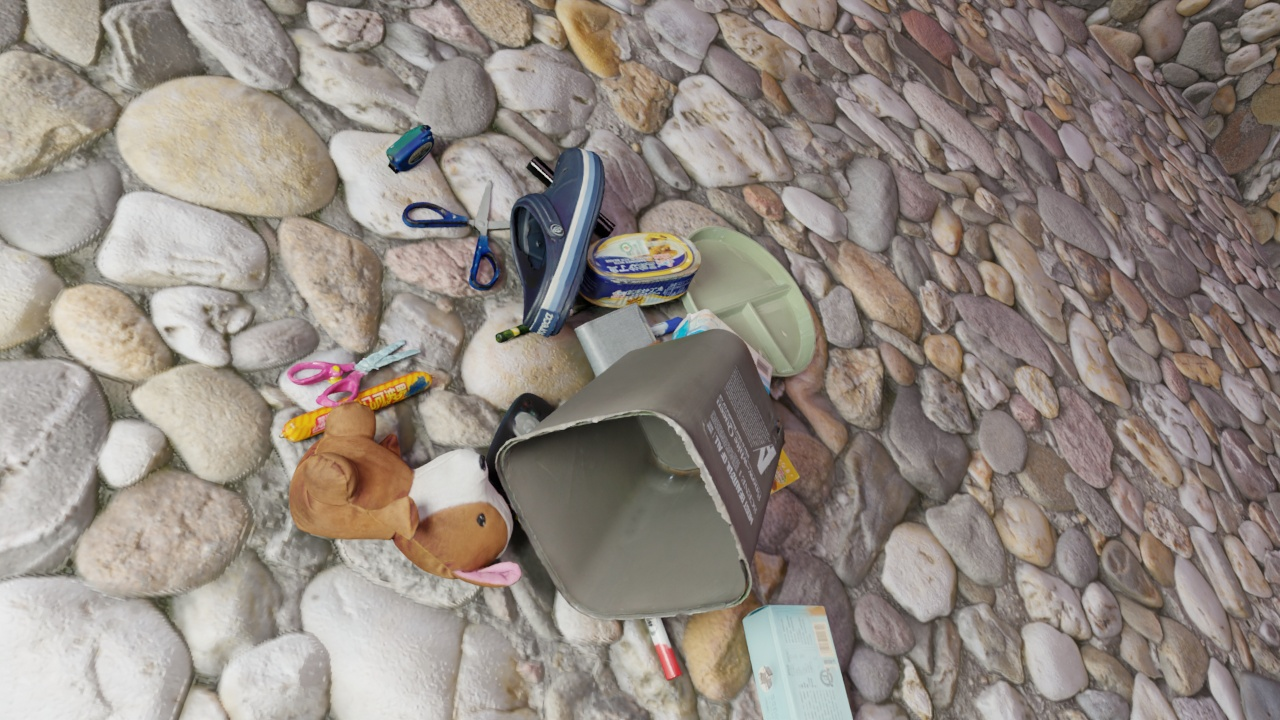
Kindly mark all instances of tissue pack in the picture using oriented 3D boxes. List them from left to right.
[{"bbox_3d":[0.090,0.013,1.046,0.140,0.063,0.089,41,31,-13],"label":"tissue pack"}]

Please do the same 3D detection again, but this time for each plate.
[{"bbox_3d":[0.136,-0.075,1.189,0.230,0.028,0.229,24,46,-28],"label":"plate"}]

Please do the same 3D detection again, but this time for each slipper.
[{"bbox_3d":[-0.104,-0.136,1.018,0.095,0.105,0.252,20,52,-17],"label":"slipper"}]

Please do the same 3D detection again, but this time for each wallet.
[{"bbox_3d":[-0.006,0.006,1.017,0.106,0.037,0.129,-26,91,-45],"label":"wallet"}]

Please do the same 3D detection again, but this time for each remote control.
[{"bbox_3d":[-0.120,0.084,0.898,0.053,0.024,0.136,34,36,-12],"label":"remote control"}]

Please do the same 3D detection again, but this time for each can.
[{"bbox_3d":[-0.002,-0.106,1.064,0.148,0.049,0.074,-9,60,-27],"label":"can"}]

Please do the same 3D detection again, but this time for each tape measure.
[{"bbox_3d":[-0.254,-0.233,1.008,0.058,0.054,0.025,-43,93,-13],"label":"tape measure"}]

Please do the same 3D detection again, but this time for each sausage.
[{"bbox_3d":[-0.255,0.040,0.838,0.164,0.022,0.021,-26,77,-44],"label":"sausage"}]

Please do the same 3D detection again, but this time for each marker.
[{"bbox_3d":[-0.085,-0.201,1.131,0.132,0.022,0.020,42,8,-4],"label":"marker"},{"bbox_3d":[-0.002,-0.029,1.073,0.145,0.017,0.017,-19,72,-42],"label":"marker"},{"bbox_3d":[0.007,0.238,0.893,0.017,0.017,0.145,-5,63,-38],"label":"marker"}]

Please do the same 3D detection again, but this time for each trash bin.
[{"bbox_3d":[0.022,0.092,0.849,0.199,0.199,0.219,66,32,-16],"label":"trash bin"}]

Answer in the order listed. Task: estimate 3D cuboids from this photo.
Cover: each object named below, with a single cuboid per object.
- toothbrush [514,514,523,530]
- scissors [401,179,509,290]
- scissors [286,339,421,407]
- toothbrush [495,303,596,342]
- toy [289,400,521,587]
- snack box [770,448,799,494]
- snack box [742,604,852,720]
[{"bbox_3d":[-0.051,0.126,0.930,0.189,0.016,0.016,-23,80,-44],"label":"toothbrush"},{"bbox_3d":[-0.187,-0.147,1.026,0.162,0.012,0.175,14,51,-30],"label":"scissors"},{"bbox_3d":[-0.252,0.011,0.852,0.077,0.017,0.137,37,36,29],"label":"scissors"},{"bbox_3d":[-0.092,-0.053,1.030,0.185,0.012,0.017,-25,71,-44],"label":"toothbrush"},{"bbox_3d":[-0.187,0.115,0.774,0.199,0.131,0.140,35,20,-20],"label":"toy"},{"bbox_3d":[0.109,0.123,1.038,0.140,0.034,0.087,-18,72,-44],"label":"snack box"},{"bbox_3d":[0.161,0.333,0.913,0.074,0.052,0.174,9,54,-30],"label":"snack box"}]
